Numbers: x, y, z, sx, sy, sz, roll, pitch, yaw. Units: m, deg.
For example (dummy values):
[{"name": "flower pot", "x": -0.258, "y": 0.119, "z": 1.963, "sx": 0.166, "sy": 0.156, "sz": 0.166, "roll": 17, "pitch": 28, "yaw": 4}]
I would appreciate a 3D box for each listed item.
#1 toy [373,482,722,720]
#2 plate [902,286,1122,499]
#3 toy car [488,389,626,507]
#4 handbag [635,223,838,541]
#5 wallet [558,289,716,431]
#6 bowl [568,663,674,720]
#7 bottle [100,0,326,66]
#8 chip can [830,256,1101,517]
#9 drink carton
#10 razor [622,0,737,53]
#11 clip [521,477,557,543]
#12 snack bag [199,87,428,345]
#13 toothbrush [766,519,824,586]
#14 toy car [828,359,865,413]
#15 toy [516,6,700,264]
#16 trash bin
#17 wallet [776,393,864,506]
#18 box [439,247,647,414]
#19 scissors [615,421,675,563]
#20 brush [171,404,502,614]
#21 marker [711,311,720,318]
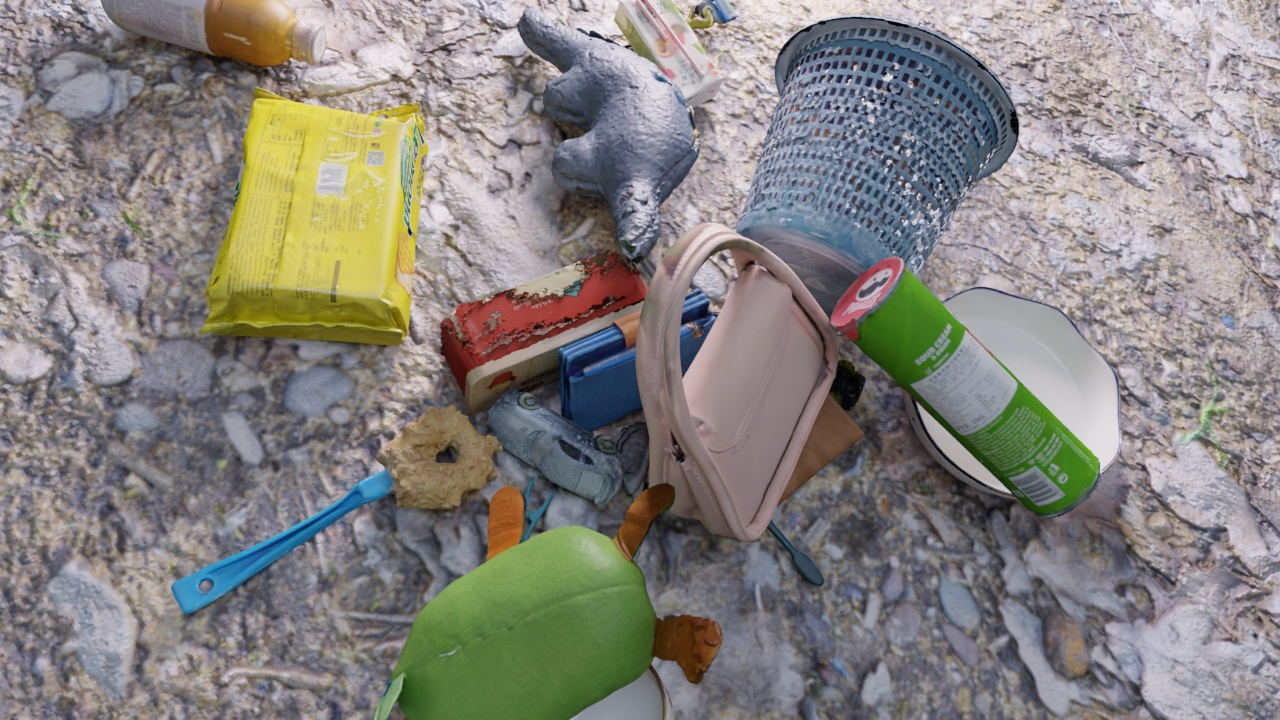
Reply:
[{"name": "toy", "x": -0.067, "y": 0.184, "z": 0.623, "sx": 0.247, "sy": 0.090, "sz": 0.226, "roll": -24, "pitch": 55, "yaw": 11}, {"name": "plate", "x": 0.329, "y": 0.032, "z": 0.829, "sx": 0.205, "sy": 0.046, "sz": 0.204, "roll": 4, "pitch": 64, "yaw": -8}, {"name": "toy car", "x": -0.068, "y": 0.070, "z": 0.726, "sx": 0.120, "sy": 0.054, "sz": 0.036, "roll": 31, "pitch": 42, "yaw": 8}, {"name": "handbag", "x": 0.058, "y": 0.003, "z": 0.657, "sx": 0.093, "sy": 0.234, "sz": 0.193, "roll": 15, "pitch": 66, "yaw": 28}, {"name": "wallet", "x": -0.004, "y": 0.004, "z": 0.745, "sx": 0.133, "sy": 0.107, "sz": 0.040, "roll": -25, "pitch": 58, "yaw": -20}, {"name": "bowl", "x": -0.024, "y": 0.262, "z": 0.634, "sx": 0.114, "sy": 0.062, "sz": 0.113, "roll": -18, "pitch": 41, "yaw": 16}, {"name": "bottle", "x": -0.386, "y": -0.314, "z": 0.839, "sx": 0.189, "sy": 0.068, "sz": 0.067, "roll": 15, "pitch": 64, "yaw": -4}, {"name": "chip can", "x": 0.254, "y": 0.024, "z": 0.713, "sx": 0.236, "sy": 0.072, "sz": 0.072, "roll": 41, "pitch": 63, "yaw": -12}, {"name": "drink carton", "x": 0.028, "y": -0.312, "z": 0.917, "sx": 0.053, "sy": 0.045, "sz": 0.122, "roll": -30, "pitch": 86, "yaw": -15}, {"name": "razor", "x": 0.033, "y": -0.343, "z": 0.959, "sx": 0.142, "sy": 0.022, "sz": 0.042, "roll": -32, "pitch": 86, "yaw": -15}, {"name": "clip", "x": -0.088, "y": 0.120, "z": 0.726, "sx": 0.041, "sy": 0.014, "sz": 0.056, "roll": 26, "pitch": 62, "yaw": 2}, {"name": "snack bag", "x": -0.267, "y": -0.125, "z": 0.776, "sx": 0.158, "sy": 0.068, "sz": 0.246, "roll": 3, "pitch": 64, "yaw": -10}, {"name": "toothbrush", "x": 0.084, "y": 0.112, "z": 0.763, "sx": 0.016, "sy": 0.018, "sz": 0.191, "roll": -38, "pitch": 75, "yaw": -13}, {"name": "toy car", "x": 0.150, "y": 0.015, "z": 0.808, "sx": 0.090, "sy": 0.035, "sz": 0.042, "roll": 24, "pitch": 63, "yaw": 11}, {"name": "toy", "x": -0.019, "y": -0.214, "z": 0.838, "sx": 0.137, "sy": 0.092, "sz": 0.355, "roll": -3, "pitch": 51, "yaw": -21}, {"name": "trash bin", "x": 0.185, "y": -0.150, "z": 0.808, "sx": 0.226, "sy": 0.227, "sz": 0.194, "roll": 27, "pitch": 76, "yaw": 2}, {"name": "wallet", "x": 0.113, "y": 0.051, "z": 0.775, "sx": 0.101, "sy": 0.020, "sz": 0.115, "roll": -38, "pitch": 73, "yaw": 0}, {"name": "box", "x": -0.079, "y": -0.033, "z": 0.755, "sx": 0.168, "sy": 0.091, "sz": 0.079, "roll": -24, "pitch": 74, "yaw": -20}, {"name": "scissors", "x": 0.005, "y": 0.132, "z": 0.733, "sx": 0.145, "sy": 0.014, "sz": 0.172, "roll": -17, "pitch": 65, "yaw": -7}, {"name": "brush", "x": -0.224, "y": 0.114, "z": 0.693, "sx": 0.254, "sy": 0.046, "sz": 0.083, "roll": -29, "pitch": 78, "yaw": -17}, {"name": "marker", "x": 0.109, "y": -0.032, "z": 0.830, "sx": 0.130, "sy": 0.018, "sz": 0.022, "roll": 6, "pitch": 20, "yaw": -7}]
